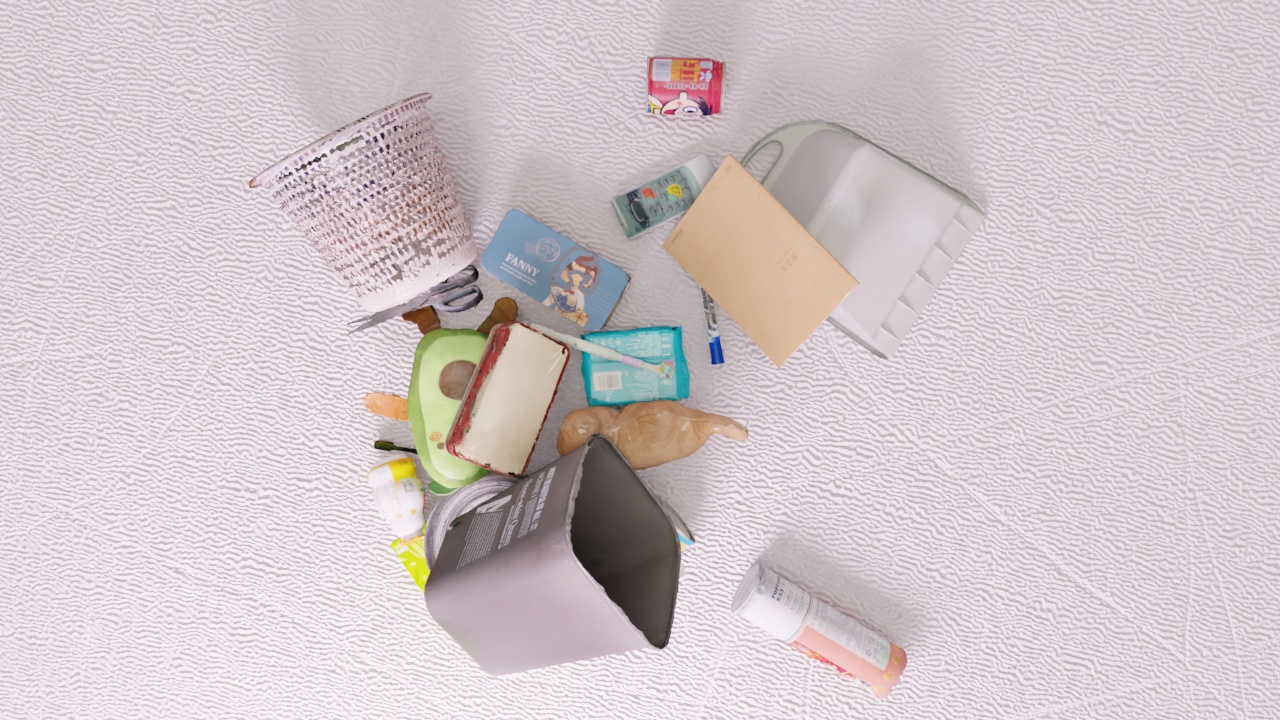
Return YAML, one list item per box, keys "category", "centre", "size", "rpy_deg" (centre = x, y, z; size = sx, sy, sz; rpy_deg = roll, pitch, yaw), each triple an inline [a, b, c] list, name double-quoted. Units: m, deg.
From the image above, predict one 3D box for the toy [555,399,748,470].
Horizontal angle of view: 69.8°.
- category: "toy"
  centre: [0.013, 0.090, 1.097]
  size: [0.226, 0.143, 0.082]
  rpy_deg: [-6, 75, 1]

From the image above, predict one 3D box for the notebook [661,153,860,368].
- category: "notebook"
  centre: [0.134, -0.114, 1.067]
  size: [0.211, 0.012, 0.150]
  rpy_deg: [48, 129, 13]

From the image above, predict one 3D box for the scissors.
- category: "scissors"
  centre: [-0.277, -0.074, 1.132]
  size: [0.172, 0.014, 0.146]
  rpy_deg: [9, 57, 24]

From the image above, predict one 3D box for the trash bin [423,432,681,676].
- category: "trash bin"
  centre: [-0.099, 0.228, 1.020]
  size: [0.220, 0.198, 0.198]
  rpy_deg: [-24, 116, 23]

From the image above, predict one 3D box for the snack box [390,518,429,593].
- category: "snack box"
  centre: [-0.240, 0.274, 1.173]
  size: [0.086, 0.026, 0.156]
  rpy_deg: [-33, 94, 5]

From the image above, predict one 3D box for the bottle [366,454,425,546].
- category: "bottle"
  centre: [-0.298, 0.174, 1.140]
  size: [0.063, 0.063, 0.108]
  rpy_deg: [-21, 81, 3]

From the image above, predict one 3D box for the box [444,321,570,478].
- category: "box"
  centre: [-0.151, 0.044, 1.052]
  size: [0.091, 0.080, 0.168]
  rpy_deg: [26, 77, -24]

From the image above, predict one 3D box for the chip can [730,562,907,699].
- category: "chip can"
  centre: [0.222, 0.335, 1.140]
  size: [0.214, 0.071, 0.071]
  rpy_deg: [31, 95, -1]

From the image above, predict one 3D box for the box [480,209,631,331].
- category: "box"
  centre: [-0.106, -0.112, 1.118]
  size: [0.184, 0.061, 0.090]
  rpy_deg: [27, 95, -2]

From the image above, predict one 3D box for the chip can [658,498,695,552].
- category: "chip can"
  centre: [-0.032, 0.266, 1.143]
  size: [0.210, 0.071, 0.071]
  rpy_deg: [-41, 92, 4]

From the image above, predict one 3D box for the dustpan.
- category: "dustpan"
  centre: [0.244, -0.167, 1.126]
  size: [0.257, 0.142, 0.223]
  rpy_deg: [30, 96, -30]

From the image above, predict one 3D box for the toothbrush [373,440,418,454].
- category: "toothbrush"
  centre: [-0.246, 0.121, 1.167]
  size: [0.186, 0.017, 0.012]
  rpy_deg: [9, 93, -1]

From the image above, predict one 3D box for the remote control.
- category: "remote control"
  centre: [0.033, -0.201, 1.125]
  size: [0.135, 0.019, 0.056]
  rpy_deg: [-25, 93, 4]

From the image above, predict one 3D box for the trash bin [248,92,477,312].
- category: "trash bin"
  centre: [-0.296, -0.171, 1.056]
  size: [0.227, 0.227, 0.192]
  rpy_deg: [-26, 106, 4]

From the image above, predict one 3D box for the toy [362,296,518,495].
- category: "toy"
  centre: [-0.220, 0.040, 1.115]
  size: [0.227, 0.090, 0.246]
  rpy_deg: [-2, 83, -1]

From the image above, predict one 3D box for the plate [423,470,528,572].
- category: "plate"
  centre: [-0.180, 0.226, 1.151]
  size: [0.179, 0.024, 0.179]
  rpy_deg: [0, 89, -14]

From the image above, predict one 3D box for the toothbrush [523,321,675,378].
- category: "toothbrush"
  centre: [-0.051, -0.015, 1.095]
  size: [0.189, 0.029, 0.020]
  rpy_deg: [17, 133, 4]

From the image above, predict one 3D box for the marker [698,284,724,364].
- category: "marker"
  centre: [0.084, -0.067, 1.136]
  size: [0.017, 0.017, 0.146]
  rpy_deg: [-10, 94, 3]

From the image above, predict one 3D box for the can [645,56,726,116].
- category: "can"
  centre: [0.053, -0.325, 1.089]
  size: [0.094, 0.066, 0.066]
  rpy_deg: [2, 95, 2]

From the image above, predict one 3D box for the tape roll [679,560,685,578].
- category: "tape roll"
  centre: [0.020, 0.278, 1.134]
  size: [0.086, 0.085, 0.014]
  rpy_deg: [-41, 91, 5]

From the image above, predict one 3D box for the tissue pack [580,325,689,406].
- category: "tissue pack"
  centre: [-0.007, 0.007, 1.129]
  size: [0.133, 0.050, 0.093]
  rpy_deg: [-4, 92, 2]
